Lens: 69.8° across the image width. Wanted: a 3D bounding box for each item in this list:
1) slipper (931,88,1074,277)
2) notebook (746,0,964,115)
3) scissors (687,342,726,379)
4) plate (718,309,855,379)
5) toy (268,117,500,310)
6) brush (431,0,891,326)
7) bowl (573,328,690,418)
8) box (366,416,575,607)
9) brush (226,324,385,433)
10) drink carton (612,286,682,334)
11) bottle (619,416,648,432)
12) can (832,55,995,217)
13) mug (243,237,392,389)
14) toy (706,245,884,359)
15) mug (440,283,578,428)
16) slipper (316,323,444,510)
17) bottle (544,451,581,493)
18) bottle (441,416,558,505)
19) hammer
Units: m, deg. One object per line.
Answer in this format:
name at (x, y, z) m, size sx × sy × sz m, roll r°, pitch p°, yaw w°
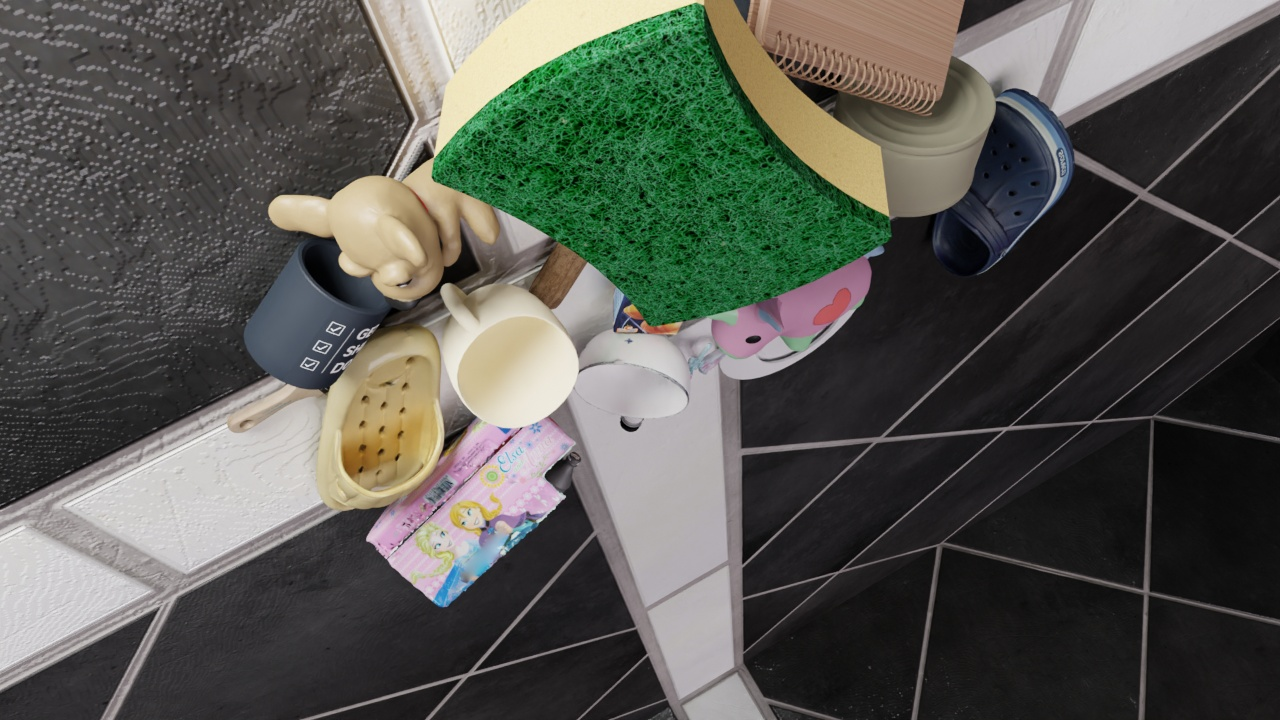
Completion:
slipper at (0.364, -0.165, 0.968) m, size 0.095 × 0.105 × 0.253 m, roll -32°, pitch 155°, yaw -17°
notebook at (0.156, -0.263, 0.606) m, size 0.210 × 0.022 × 0.169 m, roll -2°, pitch 108°, yaw -43°
scissors at (0.068, -0.002, 0.969) m, size 0.105 × 0.016 × 0.179 m, roll -37°, pitch 169°, yaw -17°
plate at (0.185, -0.043, 1.073) m, size 0.208 × 0.015 × 0.209 m, roll -24°, pitch 151°, yaw -15°
toy at (-0.151, -0.090, 0.594) m, size 0.108 × 0.134 × 0.106 m, roll -44°, pitch 140°, yaw -40°
brush at (0.019, -0.125, 0.582) m, size 0.196 × 0.075 × 0.250 m, roll -19°, pitch 146°, yaw 34°
bowl at (-0.005, 0.005, 0.885) m, size 0.113 × 0.063 × 0.114 m, roll 8°, pitch 152°, yaw 4°
box at (-0.147, 0.121, 0.877) m, size 0.231 × 0.105 × 0.086 m, roll -43°, pitch -168°, yaw 18°
brush at (-0.257, 0.015, 0.724) m, size 0.151 × 0.012 × 0.039 m, roll -31°, pitch 153°, yaw -2°
drink carton at (0.016, -0.067, 0.790) m, size 0.064 × 0.040 × 0.130 m, roll 1°, pitch 157°, yaw -11°
bottle at (0.001, 0.036, 0.986) m, size 0.041 × 0.041 × 0.116 m, roll -16°, pitch 147°, yaw -29°
can at (0.221, -0.191, 0.763) m, size 0.127 × 0.127 × 0.073 m, roll -25°, pitch 149°, yaw -14°
mug at (-0.213, -0.036, 0.642) m, size 0.078 × 0.071 × 0.104 m, roll -47°, pitch 176°, yaw 24°
toy at (0.156, -0.079, 0.902) m, size 0.222 × 0.120 × 0.171 m, roll -35°, pitch 156°, yaw -7°
mug at (-0.116, -0.018, 0.727) m, size 0.096 × 0.099 × 0.120 m, roll -42°, pitch 122°, yaw 1°
slipper at (-0.208, 0.070, 0.778) m, size 0.111 × 0.079 × 0.262 m, roll -23°, pitch 154°, yaw -32°
bottle at (-0.106, 0.144, 1.051) m, size 0.110 × 0.036 × 0.036 m, roll -47°, pitch 149°, yaw 24°
bottle at (-0.139, 0.109, 0.939) m, size 0.138 × 0.062 × 0.062 m, roll -39°, pitch 151°, yaw 14°
hammer at (-0.006, -0.147, 0.678) m, size 0.129 × 0.040 × 0.323 m, roll 12°, pitch 137°, yaw -28°
